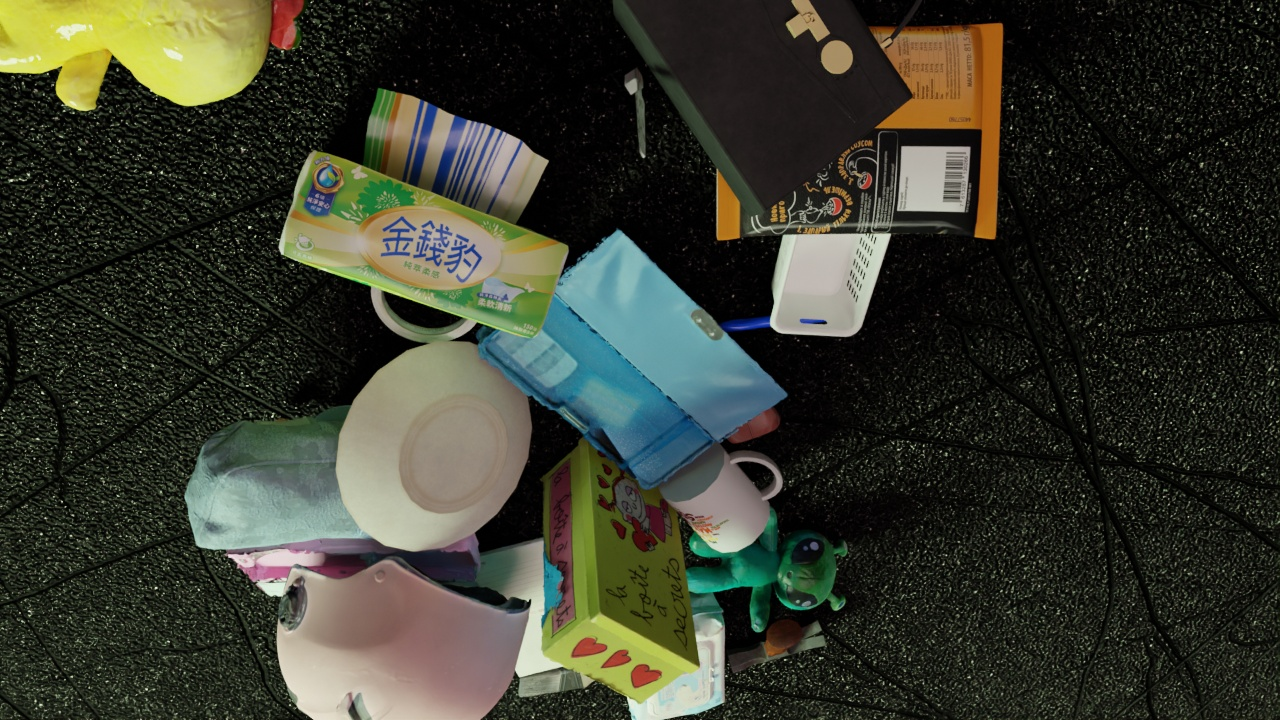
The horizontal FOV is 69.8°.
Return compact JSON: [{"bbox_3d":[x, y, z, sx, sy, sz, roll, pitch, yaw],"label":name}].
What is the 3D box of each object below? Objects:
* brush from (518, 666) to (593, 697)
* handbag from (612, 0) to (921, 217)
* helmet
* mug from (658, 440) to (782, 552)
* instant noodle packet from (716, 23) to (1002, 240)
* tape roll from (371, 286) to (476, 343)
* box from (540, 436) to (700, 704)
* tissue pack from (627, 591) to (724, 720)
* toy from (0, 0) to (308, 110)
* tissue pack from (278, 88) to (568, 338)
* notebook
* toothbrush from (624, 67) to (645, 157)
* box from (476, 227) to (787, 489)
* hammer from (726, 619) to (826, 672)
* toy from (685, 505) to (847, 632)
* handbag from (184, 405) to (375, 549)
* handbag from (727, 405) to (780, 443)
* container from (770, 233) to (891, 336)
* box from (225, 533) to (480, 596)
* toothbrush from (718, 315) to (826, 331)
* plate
[{"bbox_3d":[-0.073,0.376,1.091,0.151,0.012,0.039,-9,125,-1],"label":"brush"},{"bbox_3d":[0.111,-0.229,0.627,0.196,0.072,0.176,-35,96,3],"label":"handbag"},{"bbox_3d":[-0.237,0.289,0.888,0.256,0.152,0.230,-10,152,31],"label":"helmet"},{"bbox_3d":[0.085,0.126,0.897,0.105,0.073,0.089,-31,123,15],"label":"mug"},{"bbox_3d":[0.166,-0.173,0.693,0.220,0.032,0.160,-1,97,-6],"label":"instant noodle packet"},{"bbox_3d":[-0.178,-0.056,0.772,0.093,0.013,0.093,-4,125,-5],"label":"tape roll"},{"bbox_3d":[-0.023,0.185,0.836,0.124,0.220,0.081,36,113,-25],"label":"box"},{"bbox_3d":[0.038,0.342,1.040,0.112,0.070,0.182,-11,126,-10],"label":"tissue pack"},{"bbox_3d":[-0.327,-0.227,0.586,0.207,0.092,0.134,-2,122,-3],"label":"toy"},{"bbox_3d":[-0.152,-0.115,0.686,0.197,0.120,0.141,19,92,-26],"label":"tissue pack"},{"bbox_3d":[-0.094,0.270,1.014,0.153,0.012,0.209,-15,126,3],"label":"notebook"},{"bbox_3d":[-0.004,-0.166,0.613,0.010,0.181,0.010,-29,118,16],"label":"toothbrush"},{"bbox_3d":[-0.005,0.005,0.815,0.175,0.033,0.231,-36,118,20],"label":"box"},{"bbox_3d":[0.144,0.293,0.955,0.111,0.028,0.301,-17,159,0],"label":"hammer"},{"bbox_3d":[0.138,0.218,0.975,0.193,0.072,0.130,9,90,-14],"label":"toy"},{"bbox_3d":[-0.290,0.096,0.798,0.191,0.118,0.122,2,129,-39],"label":"handbag"},{"bbox_3d":[0.085,0.022,0.857,0.055,0.029,0.120,-21,120,14],"label":"handbag"},{"bbox_3d":[0.155,-0.088,0.770,0.080,0.049,0.129,3,125,-9],"label":"container"},{"bbox_3d":[-0.273,0.211,0.922,0.230,0.035,0.160,0,146,0],"label":"box"},{"bbox_3d":[0.098,-0.036,0.820,0.182,0.016,0.018,-7,120,-2],"label":"toothbrush"},{"bbox_3d":[-0.167,0.077,0.792,0.188,0.027,0.189,-13,110,-39],"label":"plate"}]
